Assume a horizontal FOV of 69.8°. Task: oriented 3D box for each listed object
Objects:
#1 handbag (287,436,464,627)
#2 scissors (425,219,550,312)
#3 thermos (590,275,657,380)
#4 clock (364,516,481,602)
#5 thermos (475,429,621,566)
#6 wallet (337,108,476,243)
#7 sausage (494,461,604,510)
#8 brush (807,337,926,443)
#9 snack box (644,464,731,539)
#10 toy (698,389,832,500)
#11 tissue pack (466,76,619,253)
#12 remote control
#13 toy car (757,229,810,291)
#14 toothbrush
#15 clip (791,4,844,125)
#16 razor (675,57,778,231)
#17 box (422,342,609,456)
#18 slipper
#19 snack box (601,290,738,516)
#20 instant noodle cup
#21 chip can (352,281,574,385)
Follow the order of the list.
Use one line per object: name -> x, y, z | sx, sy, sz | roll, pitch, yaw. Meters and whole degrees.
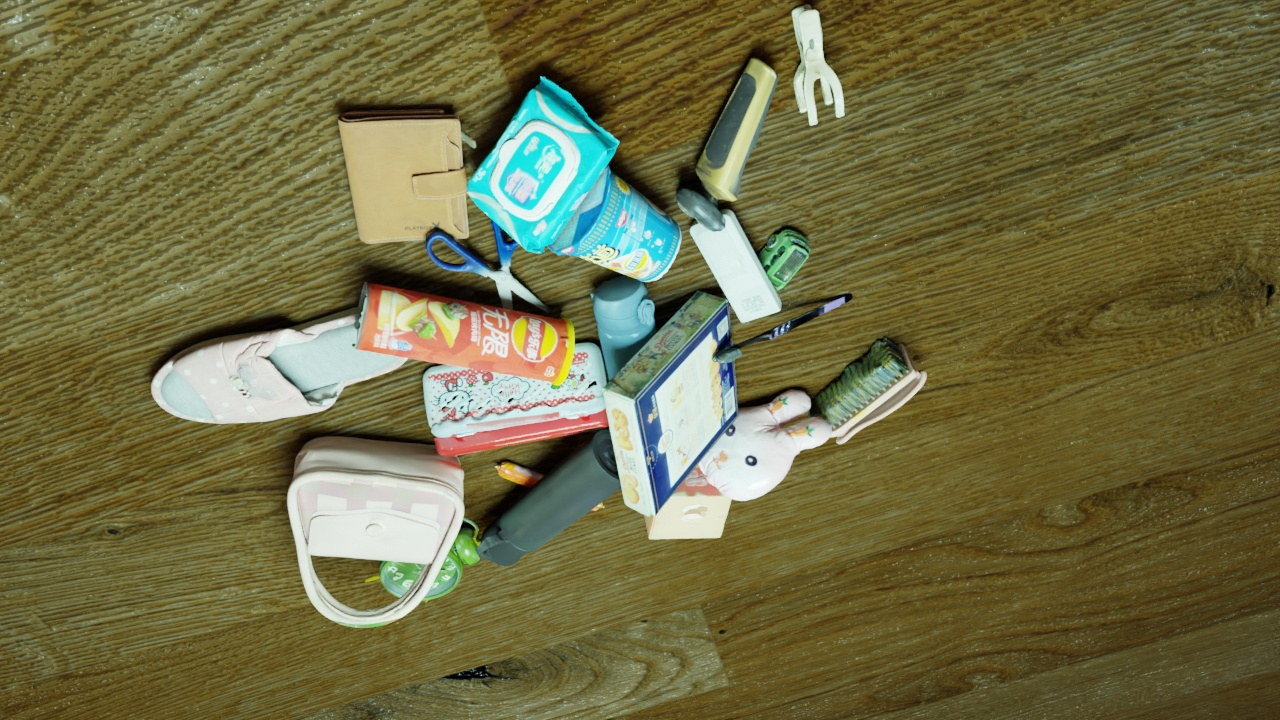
handbag -> -0.314, 0.210, 1.073 | 0.193, 0.093, 0.234 | 9, 111, -14
scissors -> -0.142, -0.095, 0.925 | 0.162, 0.012, 0.163 | 13, 131, -34
thermos -> -0.006, 0.006, 1.017 | 0.070, 0.070, 0.221 | -12, 131, -1
clock -> -0.271, 0.245, 1.173 | 0.116, 0.056, 0.162 | 28, 119, -31
thermos -> -0.108, 0.174, 1.091 | 0.243, 0.068, 0.089 | -41, 169, 33
wallet -> -0.210, -0.170, 0.854 | 0.119, 0.035, 0.131 | -2, 133, -6
sausage -> -0.112, 0.159, 1.155 | 0.165, 0.021, 0.021 | 27, 120, -28
brush -> 0.270, 0.044, 1.106 | 0.073, 0.063, 0.146 | 34, 117, -21
snack box -> 0.054, 0.162, 1.141 | 0.092, 0.094, 0.077 | 1, 129, -12
toy -> 0.144, 0.096, 1.095 | 0.159, 0.121, 0.054 | -33, 140, -2
tissue pack -> -0.088, -0.175, 0.826 | 0.093, 0.050, 0.134 | 38, 106, 3
remote control -> 0.099, -0.097, 0.955 | 0.049, 0.024, 0.125 | -18, 119, 31
toy car -> 0.142, -0.098, 0.981 | 0.043, 0.036, 0.091 | 22, 126, -28
toothbrush -> 0.160, -0.036, 1.009 | 0.188, 0.017, 0.014 | -24, 121, -18
clip -> 0.157, -0.272, 0.849 | 0.035, 0.086, 0.104 | -17, 103, 5
razor -> 0.083, -0.204, 0.869 | 0.067, 0.062, 0.168 | -9, 133, -45
box -> -0.137, 0.045, 1.043 | 0.201, 0.100, 0.095 | -9, 172, -3
slipper -> -0.374, 0.013, 0.959 | 0.274, 0.054, 0.114 | -15, 131, -1
snack box -> 0.039, 0.047, 1.001 | 0.046, 0.182, 0.178 | 22, 140, 31
instant noodle cup -> -0.023, -0.128, 0.890 | 0.109, 0.099, 0.099 | 24, 122, -38
chip can -> -0.178, -0.027, 0.935 | 0.216, 0.073, 0.073 | 11, 126, -22
